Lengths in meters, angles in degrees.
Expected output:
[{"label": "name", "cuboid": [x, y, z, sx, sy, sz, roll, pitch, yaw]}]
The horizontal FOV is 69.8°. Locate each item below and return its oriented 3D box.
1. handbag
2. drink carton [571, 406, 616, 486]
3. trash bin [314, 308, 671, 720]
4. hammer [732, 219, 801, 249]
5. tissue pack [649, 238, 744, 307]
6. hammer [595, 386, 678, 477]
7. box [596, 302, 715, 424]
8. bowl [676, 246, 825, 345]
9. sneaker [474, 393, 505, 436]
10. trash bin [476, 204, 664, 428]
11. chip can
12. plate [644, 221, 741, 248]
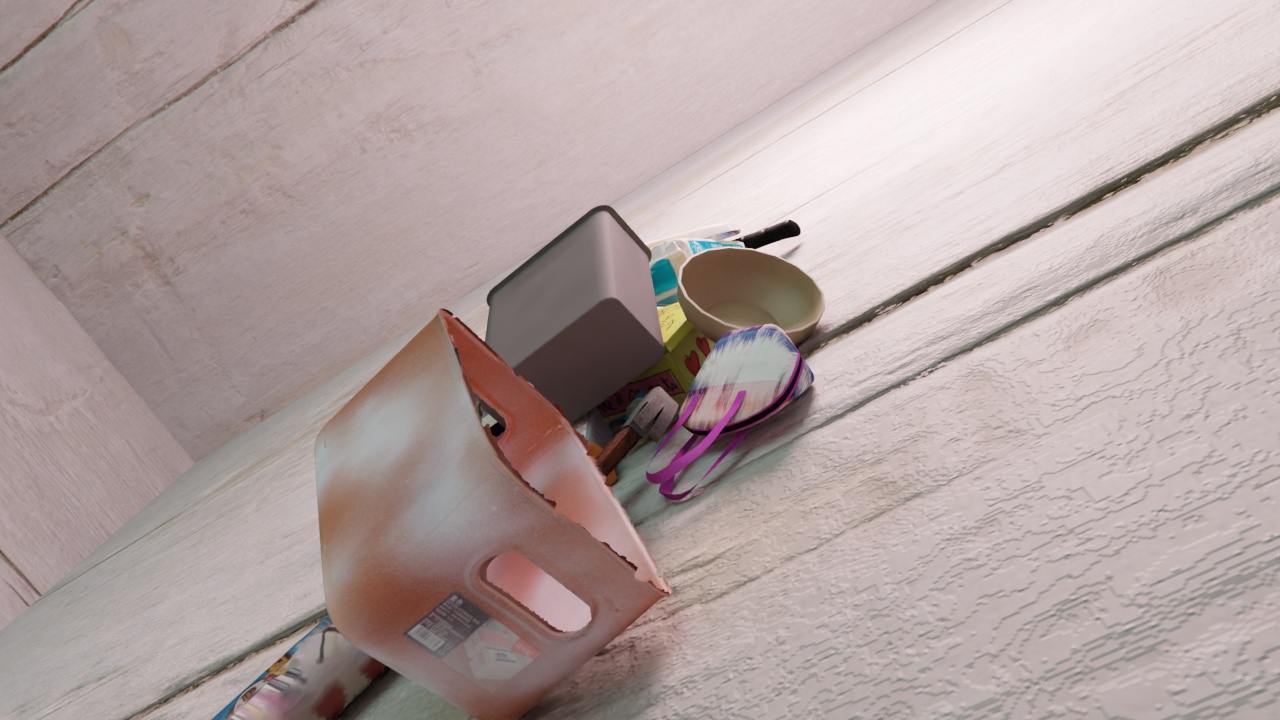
[{"label": "handbag", "cuboid": [0.067, 0.051, 0.802, 0.169, 0.068, 0.145, -48, 20, -26]}, {"label": "drink carton", "cuboid": [-0.064, 0.096, 0.934, 0.076, 0.048, 0.124, -31, 15, 8]}, {"label": "trash bin", "cuboid": [-0.121, 0.105, 0.663, 0.157, 0.181, 0.259, -42, 32, 3]}, {"label": "hammer", "cuboid": [0.079, -0.138, 1.321, 0.325, 0.029, 0.127, -18, -16, 34]}, {"label": "tissue pack", "cuboid": [0.055, -0.113, 1.186, 0.117, 0.066, 0.208, -22, -9, 32]}, {"label": "hammer", "cuboid": [-0.073, 0.136, 0.795, 0.300, 0.028, 0.111, -47, 5, -19]}, {"label": "box", "cuboid": [-0.006, 0.006, 1.039, 0.222, 0.082, 0.124, -20, 20, 45]}, {"label": "bowl", "cuboid": [0.109, -0.055, 0.946, 0.152, 0.051, 0.152, 6, 39, -5]}, {"label": "sneaker", "cuboid": [-0.243, 0.112, 1.024, 0.233, 0.091, 0.118, -47, 54, 1]}, {"label": "trash bin", "cuboid": [-0.077, -0.042, 0.988, 0.192, 0.097, 0.219, -36, 28, 17]}, {"label": "chip can", "cuboid": [-0.262, 0.261, 0.784, 0.228, 0.080, 0.080, -43, 18, -31]}, {"label": "plate", "cuboid": [0.045, -0.160, 1.263, 0.187, 0.016, 0.186, -15, 3, 6]}]
